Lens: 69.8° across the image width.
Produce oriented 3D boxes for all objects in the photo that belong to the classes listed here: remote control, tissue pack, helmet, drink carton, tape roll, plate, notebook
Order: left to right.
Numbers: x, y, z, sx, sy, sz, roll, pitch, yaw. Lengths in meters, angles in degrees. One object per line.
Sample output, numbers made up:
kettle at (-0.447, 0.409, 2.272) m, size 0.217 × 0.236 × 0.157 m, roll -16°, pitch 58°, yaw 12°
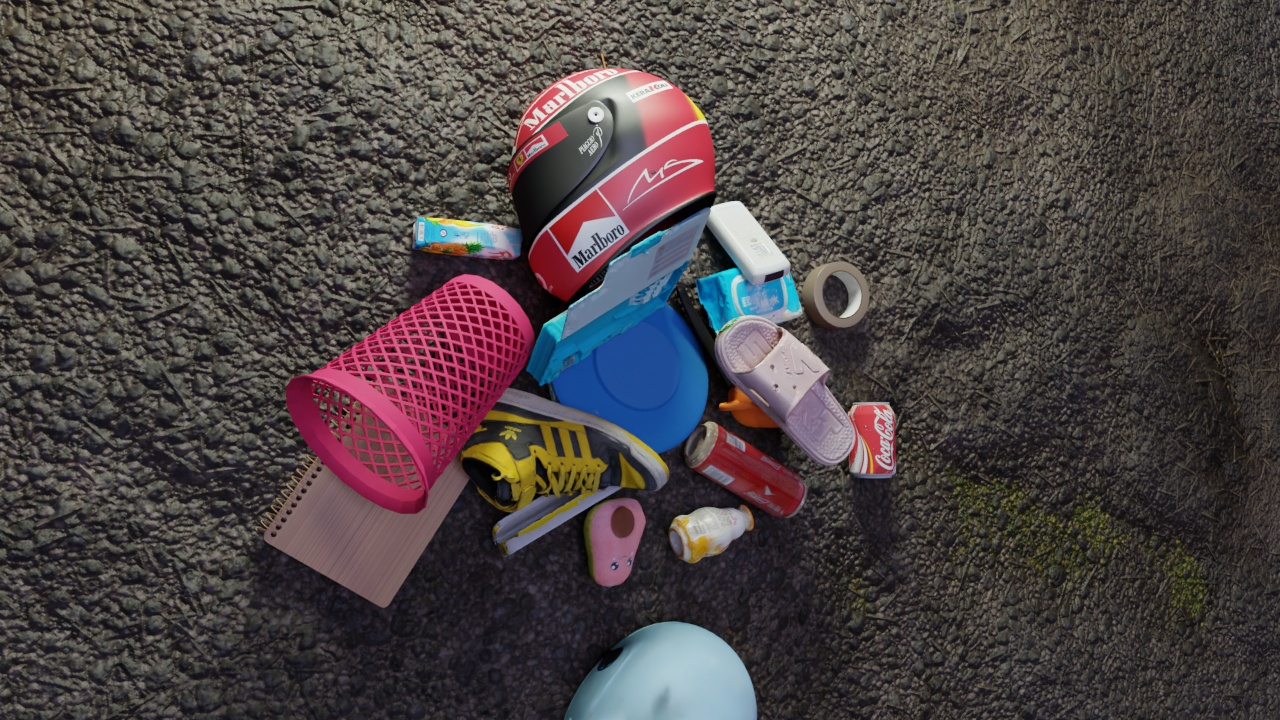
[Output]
notebook at (-0.303, 0.148, 1.046) m, size 0.169 × 0.022 × 0.210 m, roll 36°, pitch 74°, yaw -18°
drink carton at (-0.204, -0.144, 1.092) m, size 0.128 × 0.044 × 0.038 m, roll 4°, pitch 86°, yaw -21°
helmet at (-0.046, -0.220, 1.076) m, size 0.270 × 0.198 × 0.224 m, roll -36°, pitch 85°, yaw -11°
plate at (-0.007, 0.007, 1.145) m, size 0.224 × 0.024 × 0.224 m, roll 10°, pitch 67°, yaw -25°
helmet at (0.041, 0.443, 1.104) m, size 0.225 × 0.167 × 0.264 m, roll 42°, pitch 63°, yaw -6°
remote control at (0.085, -0.032, 1.209) m, size 0.020 × 0.041 × 0.152 m, roll -29°, pitch 100°, yaw 3°
remote control at (0.140, -0.157, 1.212) m, size 0.060 × 0.026 × 0.138 m, roll -18°, pitch 59°, yaw -25°
tissue pack at (0.148, -0.083, 1.228) m, size 0.144 × 0.062 × 0.093 m, roll -19°, pitch 93°, yaw -23°
tape roll at (0.277, -0.092, 1.301) m, size 0.093 × 0.030 × 0.093 m, roll 1°, pitch 87°, yaw -23°

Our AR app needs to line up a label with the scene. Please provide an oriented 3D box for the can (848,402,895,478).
can at (0.326, 0.112, 1.293) m, size 0.064 × 0.064 × 0.104 m, roll 1°, pitch 87°, yaw -23°

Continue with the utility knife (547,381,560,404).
utility knife at (-0.101, 0.048, 1.142) m, size 0.022 × 0.015 × 0.120 m, roll -14°, pitch 91°, yaw -25°

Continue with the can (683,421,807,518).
can at (0.139, 0.146, 1.210) m, size 0.170 × 0.067 × 0.067 m, roll 32°, pitch 76°, yaw -18°

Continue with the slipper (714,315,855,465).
slipper at (0.193, 0.036, 1.135) m, size 0.239 × 0.064 × 0.094 m, roll 47°, pitch 71°, yaw -16°

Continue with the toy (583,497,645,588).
toy at (-0.033, 0.226, 1.139) m, size 0.089 × 0.051 × 0.110 m, roll -3°, pitch 101°, yaw -47°

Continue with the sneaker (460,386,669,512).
sneaker at (-0.095, 0.124, 1.051) m, size 0.238 × 0.086 × 0.121 m, roll 21°, pitch 57°, yaw 9°

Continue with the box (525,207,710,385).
box at (-0.021, -0.078, 1.045) m, size 0.039 × 0.182 × 0.226 m, roll 45°, pitch 52°, yaw 14°

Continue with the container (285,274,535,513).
container at (-0.230, 0.020, 0.991) m, size 0.183 × 0.184 × 0.225 m, roll 50°, pitch 51°, yaw -13°

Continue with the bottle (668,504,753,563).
bottle at (0.093, 0.220, 1.188) m, size 0.108 × 0.063 × 0.063 m, roll -15°, pitch 93°, yaw -23°

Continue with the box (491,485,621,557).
box at (-0.085, 0.168, 1.116) m, size 0.209 × 0.066 × 0.044 m, roll -29°, pitch 80°, yaw -22°

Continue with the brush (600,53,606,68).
brush at (-0.031, -0.333, 1.190) m, size 0.048 × 0.017 × 0.126 m, roll -16°, pitch 93°, yaw -23°

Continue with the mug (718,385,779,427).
mug at (0.156, 0.053, 1.206) m, size 0.112 × 0.096 × 0.077 m, roll -11°, pitch 91°, yaw -23°
